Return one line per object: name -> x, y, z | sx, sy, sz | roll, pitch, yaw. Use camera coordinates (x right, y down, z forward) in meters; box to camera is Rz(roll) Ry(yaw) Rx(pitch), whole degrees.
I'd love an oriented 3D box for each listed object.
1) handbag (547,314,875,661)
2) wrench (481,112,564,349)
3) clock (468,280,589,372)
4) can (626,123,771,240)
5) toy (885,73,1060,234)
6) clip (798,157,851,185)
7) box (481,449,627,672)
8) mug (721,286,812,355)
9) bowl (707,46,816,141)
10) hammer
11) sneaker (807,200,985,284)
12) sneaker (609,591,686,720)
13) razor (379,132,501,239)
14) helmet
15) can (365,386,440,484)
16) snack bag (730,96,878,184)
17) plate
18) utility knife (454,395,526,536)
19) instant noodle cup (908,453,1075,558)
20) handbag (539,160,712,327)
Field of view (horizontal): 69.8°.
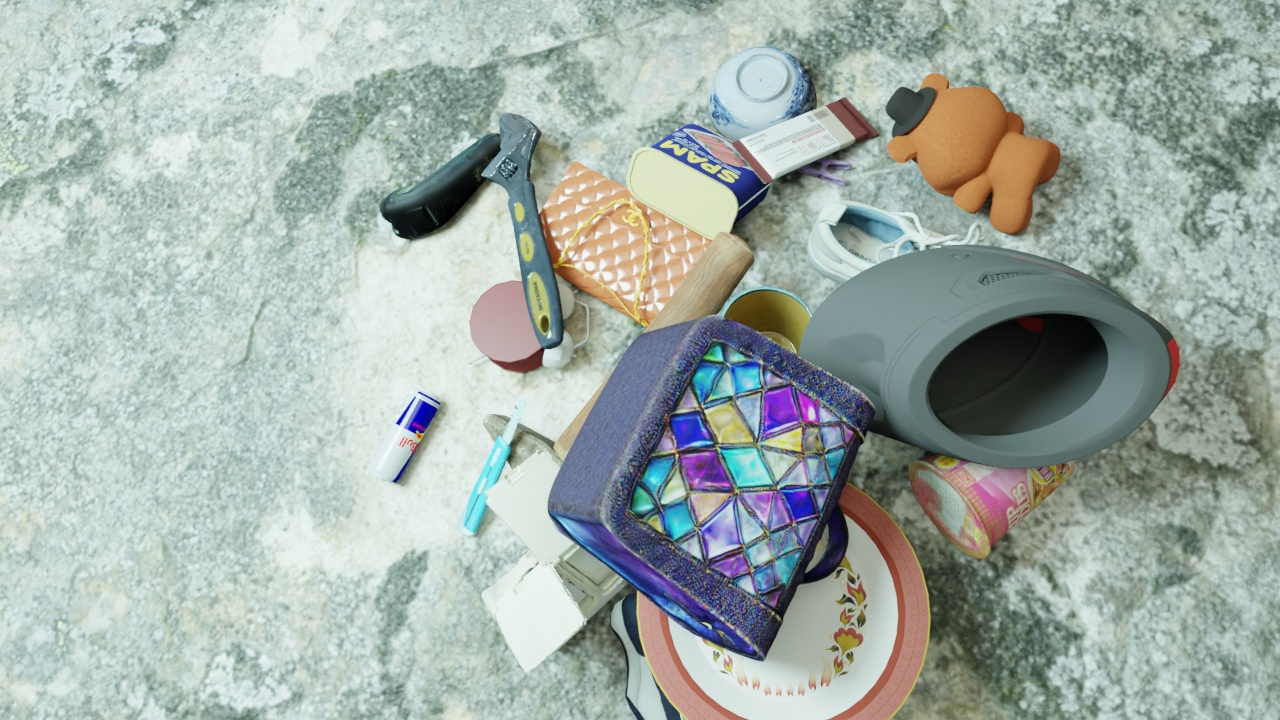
handbag -> 0.067, 0.096, 0.689 | 0.222, 0.126, 0.204 | 35, 72, -19
wrench -> -0.110, -0.133, 0.897 | 0.073, 0.022, 0.273 | -26, 62, 23
clock -> -0.111, -0.033, 0.900 | 0.124, 0.044, 0.087 | -3, 74, 7
can -> 0.060, -0.177, 0.890 | 0.116, 0.057, 0.092 | 31, 42, 15
toy -> 0.312, -0.202, 0.865 | 0.176, 0.096, 0.112 | 35, 80, -13
clip -> 0.185, -0.191, 0.921 | 0.052, 0.013, 0.035 | 14, 75, 14
box -> -0.062, 0.177, 0.741 | 0.143, 0.193, 0.106 | -44, 44, -2
mug -> 0.108, 0.002, 0.828 | 0.084, 0.104, 0.112 | 22, 80, 12
bowl -> 0.124, -0.277, 0.936 | 0.114, 0.045, 0.114 | -2, 74, 7
hammer -> -0.005, 0.005, 0.843 | 0.158, 0.037, 0.301 | 41, 96, 16
sneaker -> 0.269, -0.081, 0.837 | 0.242, 0.091, 0.089 | 24, 78, 13
sneaker -> 0.037, 0.307, 0.772 | 0.079, 0.084, 0.235 | -26, 74, 25
razor -> -0.204, -0.188, 0.959 | 0.151, 0.054, 0.067 | -44, 54, -12
helmet -> 0.262, -0.012, 0.740 | 0.265, 0.169, 0.164 | -5, 113, 5
can -> -0.229, 0.072, 0.892 | 0.032, 0.032, 0.095 | 25, 79, 14
snack bag -> 0.164, -0.218, 0.903 | 0.157, 0.013, 0.057 | -28, 70, -27
plate -> 0.112, 0.197, 0.736 | 0.230, 0.021, 0.229 | -2, 68, 6
utility knife -> -0.137, 0.097, 0.850 | 0.022, 0.015, 0.152 | 30, 106, 23
instant noodle cup -> 0.304, 0.099, 0.784 | 0.108, 0.098, 0.097 | -31, 72, -10
handbag -> -0.022, -0.110, 0.904 | 0.172, 0.060, 0.108 | 31, 84, 15
